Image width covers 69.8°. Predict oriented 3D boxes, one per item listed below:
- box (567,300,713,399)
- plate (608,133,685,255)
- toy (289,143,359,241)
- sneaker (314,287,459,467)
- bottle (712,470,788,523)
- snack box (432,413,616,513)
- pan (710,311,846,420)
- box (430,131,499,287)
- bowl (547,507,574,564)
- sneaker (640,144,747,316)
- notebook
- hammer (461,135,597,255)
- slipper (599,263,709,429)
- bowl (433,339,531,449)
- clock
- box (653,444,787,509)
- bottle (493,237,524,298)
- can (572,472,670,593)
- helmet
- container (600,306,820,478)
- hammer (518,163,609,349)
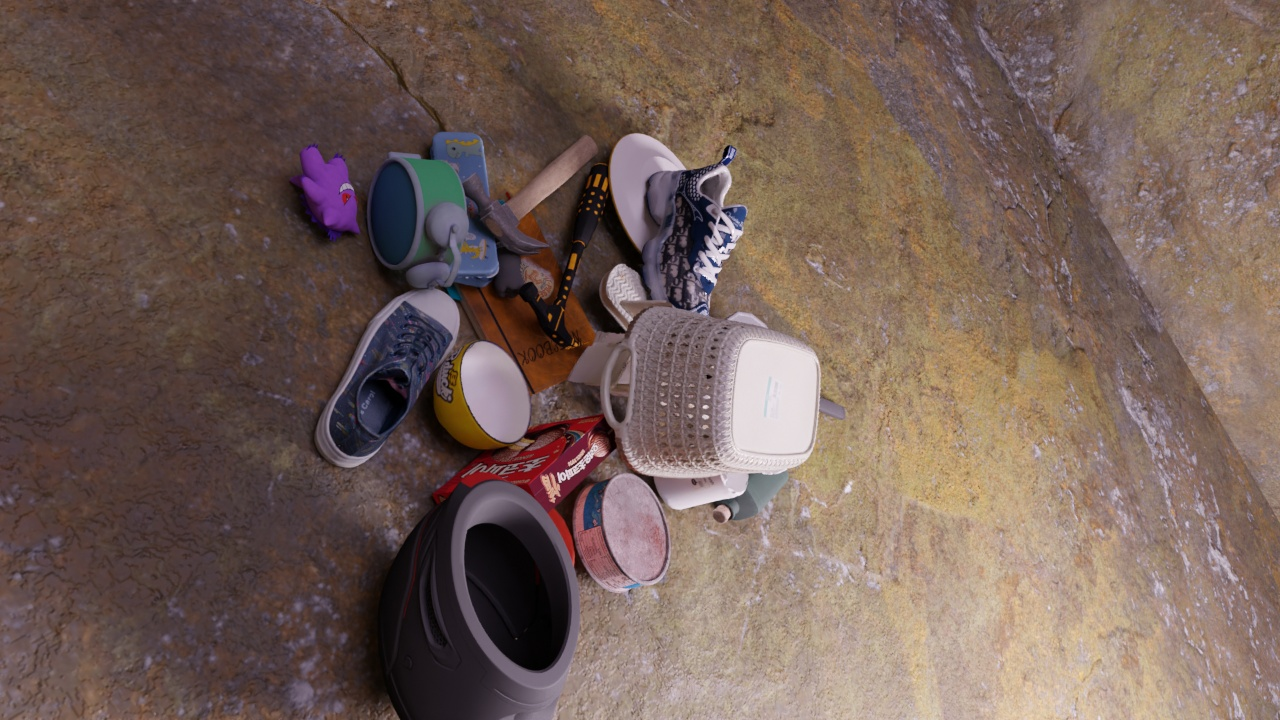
[{"bbox_3d":[-0.002,0.006,1.085,0.185,0.146,0.095,42,53,-57],"label":"box"},{"bbox_3d":[0.039,-0.227,1.333,0.229,0.021,0.229,26,54,-43],"label":"plate"},{"bbox_3d":[-0.334,-0.174,0.978,0.088,0.056,0.106,61,9,5],"label":"toy"},{"bbox_3d":[-0.250,0.002,0.946,0.087,0.079,0.234,41,48,-19],"label":"sneaker"},{"bbox_3d":[0.137,0.172,1.217,0.131,0.061,0.061,-37,97,-46],"label":"bottle"},{"bbox_3d":[-0.118,0.112,0.952,0.132,0.152,0.036,-41,111,-45],"label":"snack box"},{"bbox_3d":[0.205,0.044,1.336,0.356,0.041,0.178,20,58,-47],"label":"pan"},{"bbox_3d":[-0.208,-0.186,1.081,0.066,0.049,0.209,8,56,-34],"label":"box"},{"bbox_3d":[-0.130,0.206,0.981,0.122,0.035,0.121,20,57,-34],"label":"bowl"},{"bbox_3d":[0.084,-0.162,1.221,0.103,0.133,0.268,30,49,-43],"label":"sneaker"},{"bbox_3d":[-0.157,-0.083,1.119,0.178,0.014,0.249,-26,87,-46],"label":"notebook"},{"bbox_3d":[-0.122,-0.230,1.178,0.119,0.031,0.330,53,30,-14],"label":"hammer"},{"bbox_3d":[0.027,-0.010,1.215,0.263,0.052,0.114,51,41,-20],"label":"slipper"},{"bbox_3d":[-0.179,0.043,0.988,0.117,0.068,0.117,41,38,-43],"label":"bowl"},{"bbox_3d":[-0.232,-0.145,0.994,0.075,0.122,0.161,-5,48,-42],"label":"clock"},{"bbox_3d":[0.106,0.128,1.147,0.112,0.163,0.084,-14,87,-57],"label":"box"},{"bbox_3d":[-0.162,-0.129,1.098,0.036,0.036,0.109,7,64,-39],"label":"bottle"},{"bbox_3d":[-0.020,0.197,1.053,0.130,0.044,0.129,37,41,-42],"label":"can"},{"bbox_3d":[-0.155,0.250,0.839,0.164,0.170,0.264,0,66,-50],"label":"helmet"},{"bbox_3d":[0.088,0.039,0.989,0.245,0.143,0.184,8,85,-52],"label":"container"},{"bbox_3d":[-0.078,-0.147,1.187,0.123,0.036,0.319,52,36,-35],"label":"hammer"}]
